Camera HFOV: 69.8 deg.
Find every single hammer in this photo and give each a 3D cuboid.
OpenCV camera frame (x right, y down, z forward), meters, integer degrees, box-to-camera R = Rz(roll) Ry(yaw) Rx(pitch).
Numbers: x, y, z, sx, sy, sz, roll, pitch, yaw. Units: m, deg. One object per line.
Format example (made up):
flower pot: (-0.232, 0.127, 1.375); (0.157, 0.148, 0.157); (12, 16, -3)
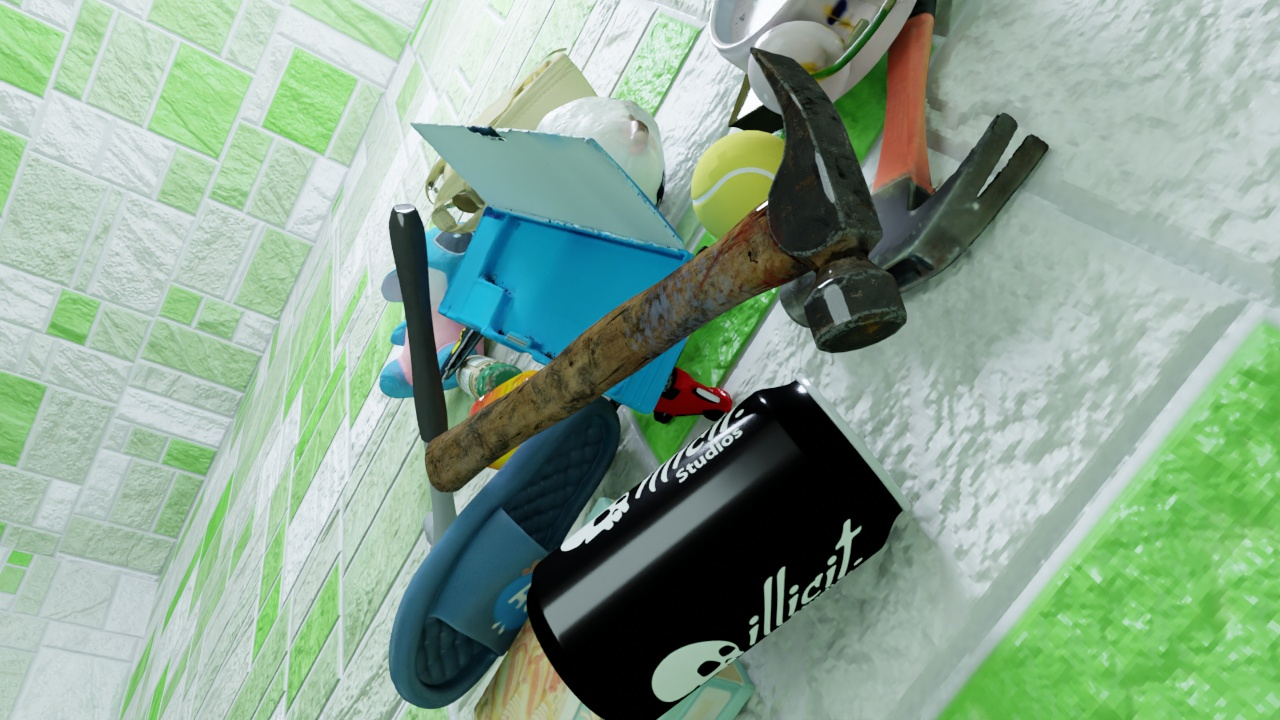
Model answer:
hammer: (0.141, -0.183, 0.479); (0.133, 0.033, 0.332); (-29, 44, 53)
hammer: (-0.024, -0.006, 0.443); (0.331, 0.033, 0.120); (-32, 63, 45)
hammer: (-0.156, 0.038, 0.687); (0.125, 0.029, 0.311); (-133, 37, -58)

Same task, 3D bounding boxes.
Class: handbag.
handbag: (0.109, -0.224, 0.585); (0.084, 0.027, 0.177); (-16, 50, 55)
handbag: (-0.126, -0.202, 0.859); (0.191, 0.088, 0.233); (-37, 21, -2)

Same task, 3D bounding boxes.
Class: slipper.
slipper: (-0.068, 0.115, 0.554); (0.059, 0.104, 0.213); (21, 63, 28)

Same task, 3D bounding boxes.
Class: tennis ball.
tennis ball: (0.061, -0.096, 0.516); (0.065, 0.065, 0.065); (-42, 36, 40)

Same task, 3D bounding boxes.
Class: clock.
clock: (0.092, -0.186, 0.474); (0.117, 0.058, 0.157); (-53, 29, 24)

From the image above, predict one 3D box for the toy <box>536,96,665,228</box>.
toy: (-0.040, -0.107, 0.686); (0.139, 0.101, 0.180); (-125, 46, -67)

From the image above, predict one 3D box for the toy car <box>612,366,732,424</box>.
toy car: (0.017, 0.018, 0.539); (0.090, 0.038, 0.025); (-10, 58, 59)

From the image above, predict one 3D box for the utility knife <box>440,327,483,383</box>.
utility knife: (-0.140, -0.044, 0.842); (0.174, 0.020, 0.029); (-57, 21, -6)

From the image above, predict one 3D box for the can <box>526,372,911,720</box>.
can: (0.030, 0.077, 0.377); (0.146, 0.080, 0.080); (-39, 31, 5)

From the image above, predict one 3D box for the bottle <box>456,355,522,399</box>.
bottle: (-0.135, 0.018, 0.815); (0.110, 0.042, 0.042); (14, 81, 65)

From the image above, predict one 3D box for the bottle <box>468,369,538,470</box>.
bottle: (-0.086, 0.043, 0.699); (0.134, 0.048, 0.071); (-25, 49, 53)

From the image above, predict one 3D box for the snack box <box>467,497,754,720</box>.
snack box: (-0.031, 0.191, 0.486); (0.194, 0.044, 0.141); (-59, 29, 13)

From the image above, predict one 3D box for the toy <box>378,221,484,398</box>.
toy: (-0.191, -0.058, 0.925); (0.225, 0.099, 0.191); (-16, 60, 45)

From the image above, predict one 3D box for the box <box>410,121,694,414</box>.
box: (-0.075, -0.067, 0.558); (0.244, 0.113, 0.114); (23, 87, 52)

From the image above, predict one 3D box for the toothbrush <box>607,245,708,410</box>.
toothbrush: (-0.004, 0.004, 0.617); (0.188, 0.014, 0.017); (-59, 20, 15)
